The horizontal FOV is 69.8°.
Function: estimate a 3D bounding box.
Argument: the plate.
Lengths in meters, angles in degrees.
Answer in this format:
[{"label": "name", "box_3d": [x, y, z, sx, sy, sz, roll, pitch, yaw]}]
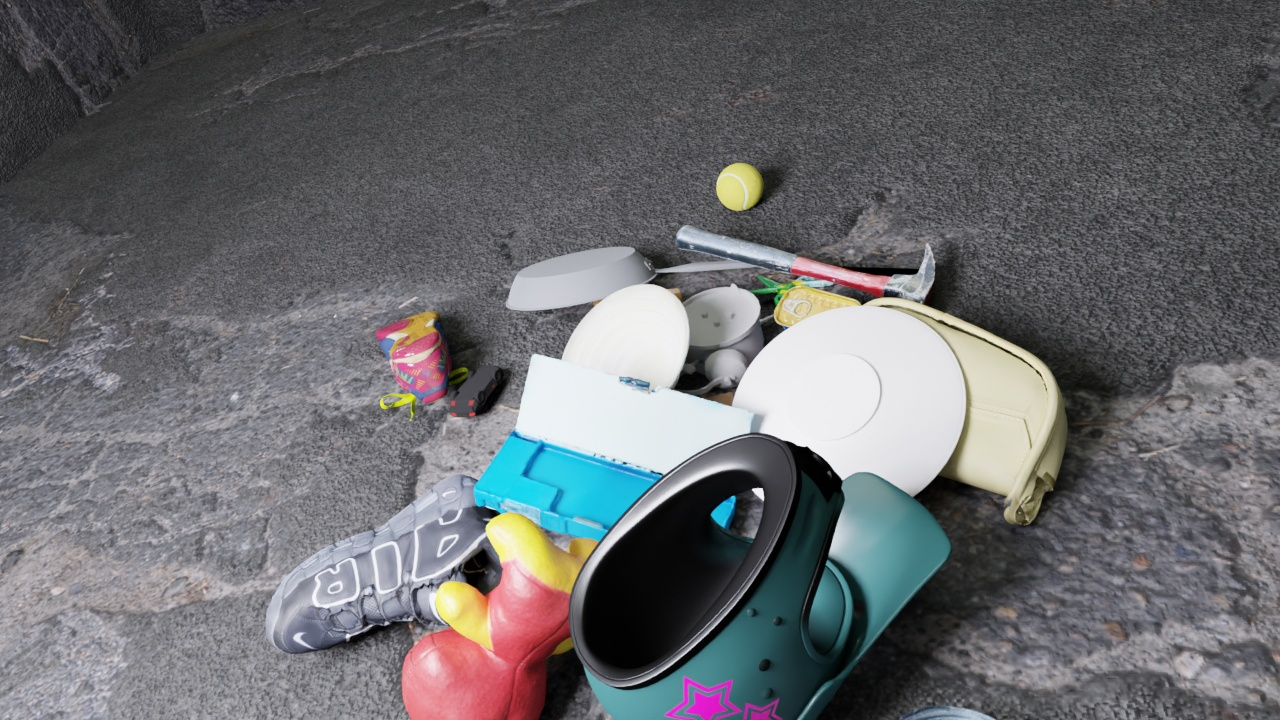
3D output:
[{"label": "plate", "box_3d": [0.185, 0.040, 0.866, 0.230, 0.030, 0.229, -16, 55, 23]}]

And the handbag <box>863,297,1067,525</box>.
[{"label": "handbag", "box_3d": [0.291, 0.045, 0.875, 0.233, 0.088, 0.190, 17, 68, 38]}]

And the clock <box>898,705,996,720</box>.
[{"label": "clock", "box_3d": [0.200, 0.314, 0.617, 0.157, 0.059, 0.117, -38, 41, -18]}]

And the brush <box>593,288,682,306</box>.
[{"label": "brush", "box_3d": [0.002, -0.064, 1.152, 0.117, 0.049, 0.039, -5, 24, 20]}]

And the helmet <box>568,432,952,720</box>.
[{"label": "helmet", "box_3d": [0.090, 0.181, 0.702, 0.275, 0.200, 0.176, -46, 38, 5]}]

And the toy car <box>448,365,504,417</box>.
[{"label": "toy car", "box_3d": [-0.200, 0.041, 1.135, 0.042, 0.036, 0.091, -2, 33, 25]}]

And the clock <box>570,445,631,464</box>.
[{"label": "clock", "box_3d": [-0.050, 0.123, 0.974, 0.087, 0.042, 0.123, -8, 46, 16]}]

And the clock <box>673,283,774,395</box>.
[{"label": "clock", "box_3d": [0.081, -0.021, 1.055, 0.120, 0.061, 0.158, 13, 49, 35]}]

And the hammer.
[{"label": "hammer", "box_3d": [0.191, -0.119, 1.095, 0.326, 0.036, 0.140, 18, 45, 30]}]

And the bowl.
[{"label": "bowl", "box_3d": [-0.006, 0.006, 1.018, 0.177, 0.057, 0.176, -20, 53, 30]}]

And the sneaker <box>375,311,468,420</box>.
[{"label": "sneaker", "box_3d": [-0.299, 0.001, 1.205, 0.116, 0.091, 0.242, -25, 19, -12]}]

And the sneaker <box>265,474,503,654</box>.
[{"label": "sneaker", "box_3d": [-0.224, 0.227, 0.883, 0.252, 0.097, 0.151, -32, 37, -21]}]

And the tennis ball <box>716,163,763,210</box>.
[{"label": "tennis ball", "box_3d": [0.138, -0.241, 1.277, 0.065, 0.065, 0.065, -13, 40, 11]}]

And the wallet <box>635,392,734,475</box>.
[{"label": "wallet", "box_3d": [0.049, 0.082, 0.980, 0.121, 0.027, 0.098, -16, 38, 7]}]

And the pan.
[{"label": "pan", "box_3d": [-0.002, -0.117, 1.183, 0.357, 0.051, 0.200, -10, 16, 6]}]

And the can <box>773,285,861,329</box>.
[{"label": "can", "box_3d": [0.203, -0.039, 1.010, 0.100, 0.059, 0.054, 22, 73, 40]}]

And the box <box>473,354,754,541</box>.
[{"label": "box", "box_3d": [-0.023, 0.104, 0.909, 0.244, 0.070, 0.170, 15, 72, 16]}]

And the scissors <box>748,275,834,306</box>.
[{"label": "scissors", "box_3d": [0.178, -0.088, 1.110, 0.130, 0.011, 0.125, -16, 26, -14]}]

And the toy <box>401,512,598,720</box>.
[{"label": "toy", "box_3d": [-0.114, 0.237, 0.765, 0.216, 0.147, 0.099, -58, 28, 10]}]
